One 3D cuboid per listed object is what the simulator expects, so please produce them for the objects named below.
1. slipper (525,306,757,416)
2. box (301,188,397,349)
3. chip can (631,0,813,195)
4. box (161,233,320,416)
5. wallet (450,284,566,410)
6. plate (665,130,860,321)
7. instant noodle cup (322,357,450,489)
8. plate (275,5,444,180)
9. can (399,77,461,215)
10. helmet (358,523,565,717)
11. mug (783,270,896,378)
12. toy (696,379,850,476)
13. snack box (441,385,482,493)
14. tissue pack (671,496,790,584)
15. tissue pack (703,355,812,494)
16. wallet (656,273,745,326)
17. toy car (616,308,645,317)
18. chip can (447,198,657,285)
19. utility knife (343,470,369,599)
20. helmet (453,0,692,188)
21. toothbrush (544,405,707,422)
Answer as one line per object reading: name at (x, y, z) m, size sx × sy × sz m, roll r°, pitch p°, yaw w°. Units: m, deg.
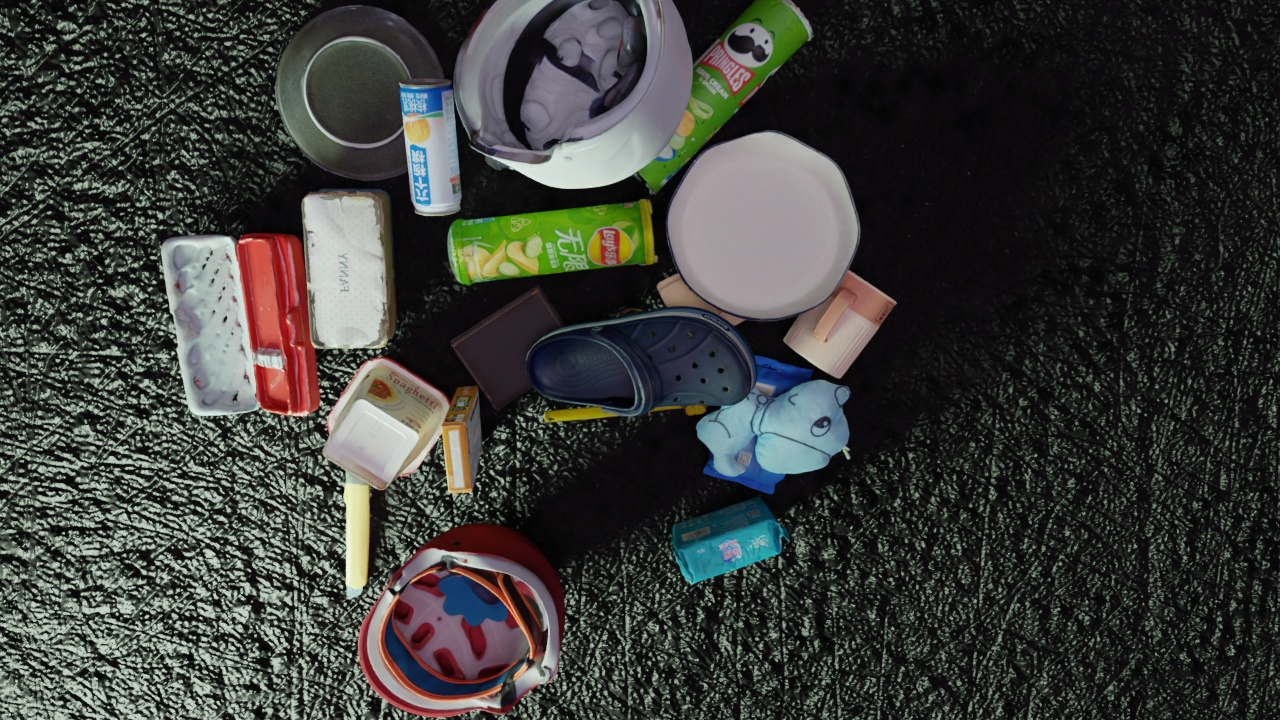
slipper at (-0.006, 0.006, 0.971) m, size 0.253 × 0.095 × 0.105 m, roll 1°, pitch 115°, yaw 14°
box at (-0.312, -0.105, 0.987) m, size 0.090 × 0.062 × 0.184 m, roll 2°, pitch 101°, yaw -5°
chip can at (0.072, -0.281, 0.968) m, size 0.236 × 0.072 × 0.072 m, roll -44°, pitch 102°, yaw 7°
box at (-0.431, -0.037, 1.000) m, size 0.161 × 0.058 × 0.201 m, roll 0°, pitch 104°, yaw 8°
wallet at (-0.140, -0.014, 1.041) m, size 0.122 × 0.020 × 0.096 m, roll -33°, pitch 99°, yaw 4°
plate at (0.130, -0.141, 0.989) m, size 0.205 × 0.045 × 0.204 m, roll 0°, pitch 83°, yaw 2°
instant noodle cup at (-0.279, 0.073, 0.996) m, size 0.116 × 0.124 × 0.117 m, roll 34°, pitch 98°, yaw -11°
plate at (-0.294, -0.280, 0.964) m, size 0.179 × 0.024 × 0.179 m, roll -1°, pitch 103°, yaw -4°
can at (-0.218, -0.222, 0.958) m, size 0.053 × 0.053 × 0.135 m, roll -2°, pitch 114°, yaw -4°
helmet at (-0.192, 0.285, 1.047) m, size 0.240 × 0.143 × 0.207 m, roll -33°, pitch 103°, yaw 18°
mug at (0.217, -0.044, 1.014) m, size 0.081 × 0.114 × 0.106 m, roll 36°, pitch 101°, yaw 14°
toy at (0.156, 0.076, 1.014) m, size 0.156 × 0.049 × 0.161 m, roll 36°, pitch 100°, yaw -5°
snack box at (-0.190, 0.081, 0.989) m, size 0.026 × 0.153 × 0.075 m, roll -4°, pitch 103°, yaw -4°
tissue pack at (0.102, 0.208, 1.073) m, size 0.133 × 0.093 × 0.050 m, roll -19°, pitch 99°, yaw 1°
tissue pack at (0.136, 0.073, 1.065) m, size 0.095 × 0.052 × 0.157 m, roll 14°, pitch 101°, yaw -6°
wallet at (0.082, -0.075, 1.021) m, size 0.115 × 0.024 × 0.087 m, roll -29°, pitch 89°, yaw -14°
toy car at (0.031, -0.006, 1.043) m, size 0.156 × 0.041 × 0.071 m, roll 28°, pitch 99°, yaw -12°
chip can at (-0.095, -0.128, 0.990) m, size 0.221 × 0.072 × 0.072 m, roll -7°, pitch 103°, yaw -3°
utility knife at (-0.335, 0.208, 1.079) m, size 0.031 × 0.018 × 0.167 m, roll 6°, pitch 101°, yaw -1°
helmet at (-0.052, -0.269, 0.903) m, size 0.145 × 0.259 × 0.229 m, roll 28°, pitch 83°, yaw -48°
toothbrush at (-0.018, 0.059, 1.044) m, size 0.190 × 0.016 × 0.016 m, roll -5°, pitch 119°, yaw 11°
